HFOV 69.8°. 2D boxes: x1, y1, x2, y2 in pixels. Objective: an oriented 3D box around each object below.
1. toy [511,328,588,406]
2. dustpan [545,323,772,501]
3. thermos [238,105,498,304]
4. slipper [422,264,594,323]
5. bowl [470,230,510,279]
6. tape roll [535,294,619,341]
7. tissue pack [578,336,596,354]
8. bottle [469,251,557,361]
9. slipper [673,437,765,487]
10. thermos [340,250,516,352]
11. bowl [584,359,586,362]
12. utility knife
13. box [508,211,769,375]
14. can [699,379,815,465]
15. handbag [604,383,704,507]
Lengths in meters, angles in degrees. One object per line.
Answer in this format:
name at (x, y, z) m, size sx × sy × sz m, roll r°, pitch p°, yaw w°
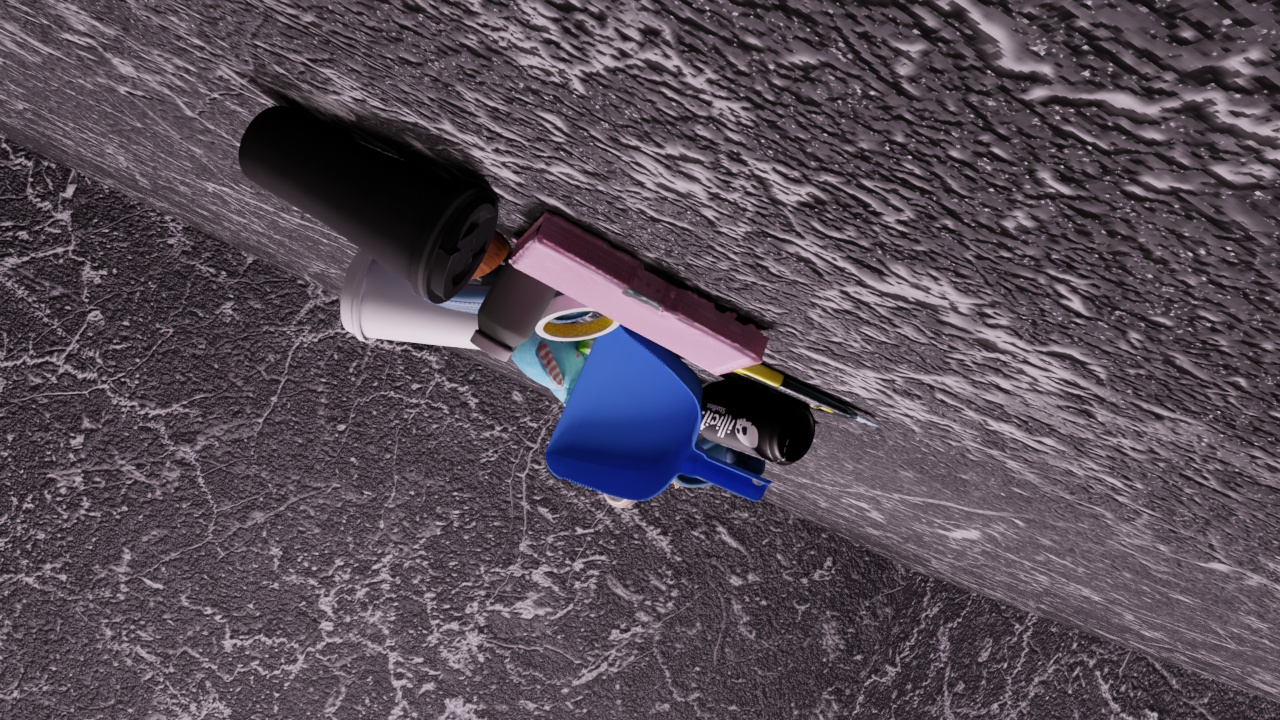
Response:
toy at (-0.104, 0.012, 1.333) m, size 0.180 × 0.115 × 0.183 m, roll 54°, pitch -176°, yaw -18°
dustpan at (0.036, 0.092, 1.091) m, size 0.257 × 0.246 × 0.059 m, roll 23°, pitch -146°, yaw -5°
thermos at (-0.233, -0.140, 0.788) m, size 0.218 × 0.105 × 0.106 m, roll 29°, pitch 173°, yaw 9°
slipper at (-0.152, -0.080, 1.034) m, size 0.214 × 0.059 × 0.103 m, roll 5°, pitch 174°, yaw 17°
bowl at (-0.217, -0.119, 0.956) m, size 0.147 × 0.068 × 0.147 m, roll 24°, pitch 172°, yaw 3°
tape roll at (-0.068, -0.046, 0.992) m, size 0.094 × 0.019 × 0.094 m, roll -8°, pitch 161°, yaw -3°
tissue pack at (-0.021, -0.001, 1.279) m, size 0.114 × 0.034 × 0.100 m, roll 30°, pitch 173°, yaw -37°
bottle at (-0.129, -0.056, 0.938) m, size 0.060 × 0.108 × 0.060 m, roll 31°, pitch -178°, yaw -1°
slipper at (0.137, 0.129, 1.221) m, size 0.214 × 0.059 × 0.103 m, roll -28°, pitch 143°, yaw 29°
thermos at (-0.272, -0.072, 1.224) m, size 0.222 × 0.131 × 0.131 m, roll 12°, pitch 172°, yaw 2°
bowl at (-0.007, 0.007, 1.148) m, size 0.121 × 0.120 × 0.046 m, roll 24°, pitch 133°, yaw 3°
utility knife at (0.170, 0.033, 0.983) m, size 0.186 × 0.020 × 0.029 m, roll 24°, pitch 174°, yaw -1°
box at (-0.013, -0.054, 0.856) m, size 0.232 × 0.050 × 0.180 m, roll 27°, pitch 173°, yaw -15°
can at (0.135, 0.073, 1.121) m, size 0.080 × 0.080 × 0.146 m, roll 31°, pitch 170°, yaw -40°
handbag at (0.004, 0.121, 1.341) m, size 0.195 × 0.197 × 0.101 m, roll 6°, pitch 159°, yaw 47°
